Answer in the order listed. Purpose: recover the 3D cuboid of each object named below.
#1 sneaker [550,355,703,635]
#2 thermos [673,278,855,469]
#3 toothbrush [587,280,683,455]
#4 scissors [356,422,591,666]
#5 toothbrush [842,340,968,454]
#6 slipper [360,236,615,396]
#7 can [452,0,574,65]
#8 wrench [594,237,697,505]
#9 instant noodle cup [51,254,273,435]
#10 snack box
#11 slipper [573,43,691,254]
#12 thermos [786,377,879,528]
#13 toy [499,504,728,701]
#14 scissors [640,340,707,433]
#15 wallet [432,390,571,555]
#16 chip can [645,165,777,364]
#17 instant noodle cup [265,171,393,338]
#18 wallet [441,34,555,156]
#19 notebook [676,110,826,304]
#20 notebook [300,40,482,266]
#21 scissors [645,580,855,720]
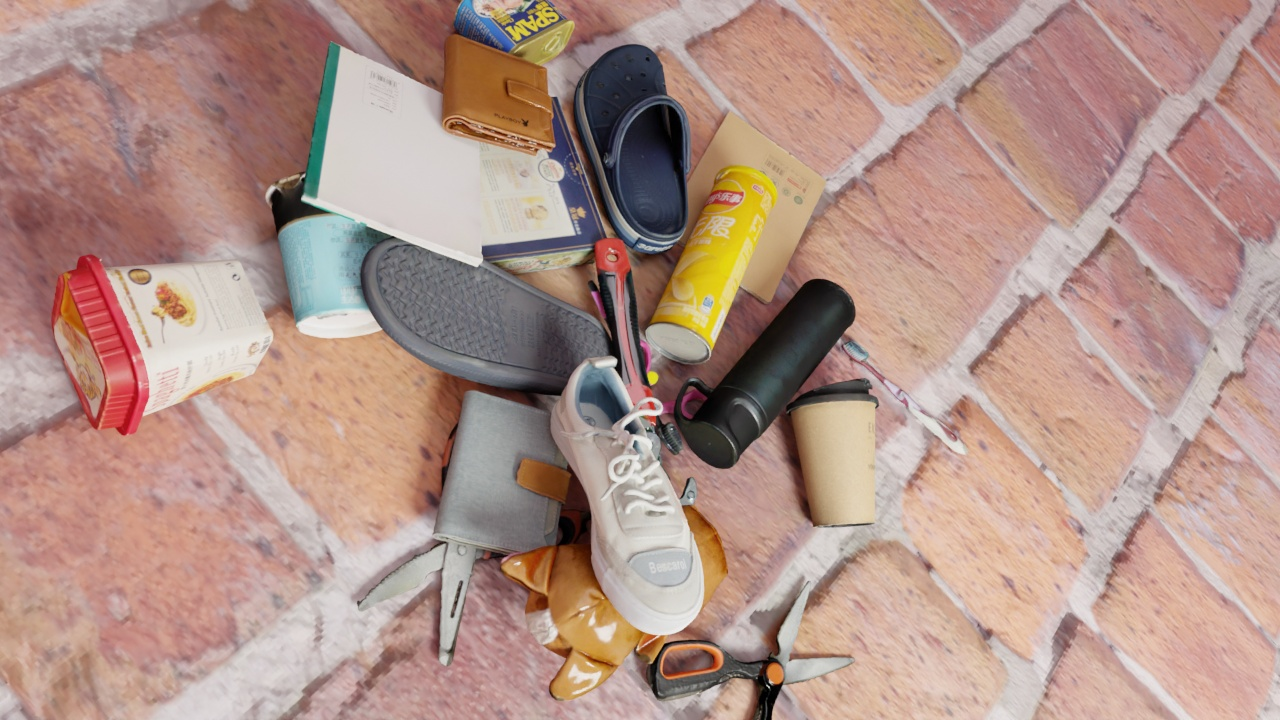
[{"bbox_3d":[-0.005,0.093,0.722,0.089,0.091,0.242,-1,43,-27],"label":"sneaker"},{"bbox_3d":[0.126,0.002,0.930,0.090,0.069,0.241,40,54,9],"label":"thermos"},{"bbox_3d":[-0.005,0.005,0.883,0.014,0.018,0.189,-23,84,-39],"label":"toothbrush"},{"bbox_3d":[-0.143,0.143,0.782,0.222,0.015,0.189,-19,78,-30],"label":"scissors"},{"bbox_3d":[0.299,0.041,1.027,0.187,0.017,0.016,41,59,-3],"label":"toothbrush"},{"bbox_3d":[-0.137,-0.019,0.814,0.267,0.084,0.110,20,55,-42],"label":"slipper"},{"bbox_3d":[-0.136,-0.357,0.977,0.083,0.057,0.101,47,57,3],"label":"can"},{"bbox_3d":[-0.003,0.012,0.867,0.056,0.016,0.273,-12,79,-16],"label":"wrench"},{"bbox_3d":[-0.363,-0.020,0.702,0.124,0.117,0.116,-20,78,-43],"label":"instant noodle cup"},{"bbox_3d":[-0.142,-0.171,0.900,0.182,0.046,0.177,-10,72,-28],"label":"snack box"},{"bbox_3d":[-0.002,-0.235,0.962,0.105,0.095,0.252,3,67,-27],"label":"slipper"},{"bbox_3d":[0.198,0.094,0.920,0.093,0.093,0.143,3,74,-24],"label":"thermos"},{"bbox_3d":[-0.023,0.188,0.761,0.199,0.131,0.140,-19,75,-52],"label":"toy"},{"bbox_3d":[0.015,0.045,0.898,0.134,0.017,0.133,8,70,-23],"label":"scissors"},{"bbox_3d":[-0.111,0.098,0.785,0.106,0.037,0.129,16,63,-17],"label":"wallet"},{"bbox_3d":[0.076,-0.101,0.946,0.072,0.072,0.212,29,64,-11],"label":"chip can"},{"bbox_3d":[-0.258,-0.085,0.781,0.111,0.111,0.120,-2,77,-26],"label":"instant noodle cup"},{"bbox_3d":[-0.136,-0.253,0.879,0.107,0.031,0.131,12,48,-23],"label":"wallet"},{"bbox_3d":[0.122,-0.179,1.047,0.148,0.008,0.207,33,59,-8],"label":"notebook"},{"bbox_3d":[-0.205,-0.181,0.788,0.150,0.012,0.208,20,44,-30],"label":"notebook"},{"bbox_3d":[0.102,0.298,0.828,0.220,0.022,0.231,20,62,-22],"label":"scissors"}]
